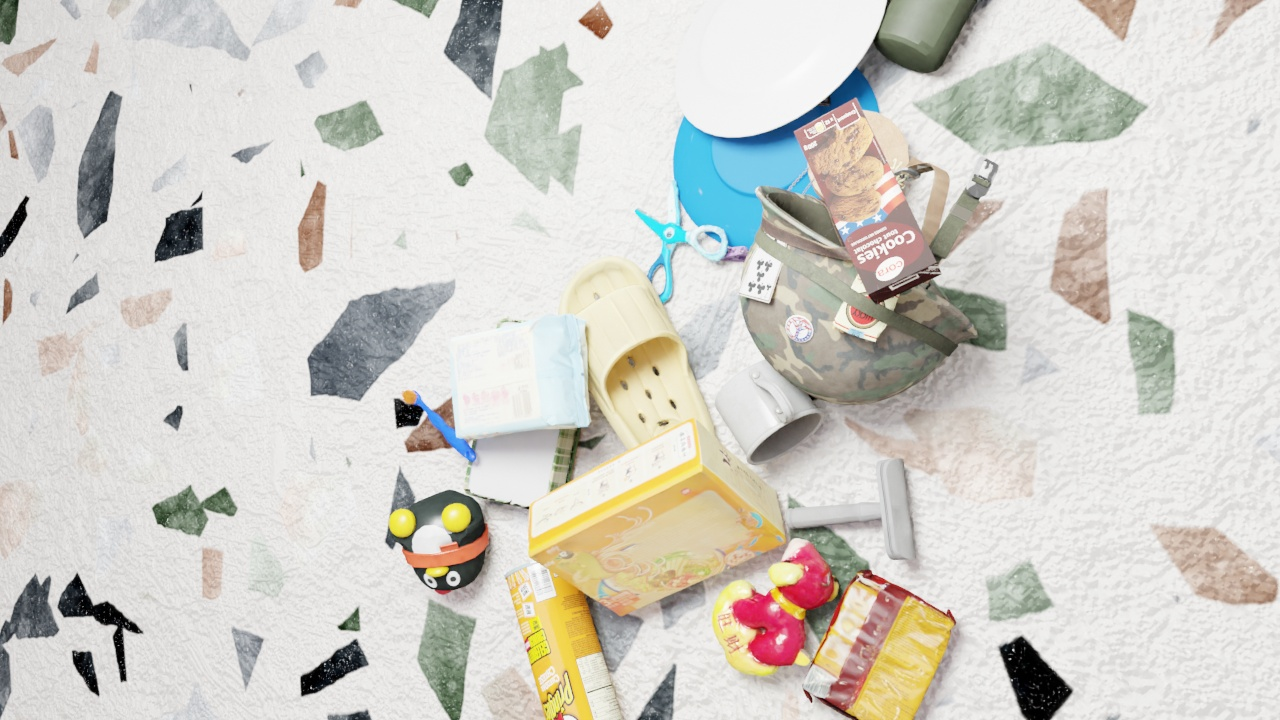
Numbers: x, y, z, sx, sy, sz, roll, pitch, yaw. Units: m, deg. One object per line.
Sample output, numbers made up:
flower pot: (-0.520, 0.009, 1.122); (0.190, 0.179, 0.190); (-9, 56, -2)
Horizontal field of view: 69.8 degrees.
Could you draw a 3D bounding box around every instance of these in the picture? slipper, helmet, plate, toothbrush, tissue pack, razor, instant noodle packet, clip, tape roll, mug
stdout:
slipper: (-0.005, 0.005, 0.922); (0.111, 0.079, 0.261); (-26, 75, -2)
helmet: (0.191, -0.082, 0.783); (0.237, 0.192, 0.224); (-42, 107, 17)
plate: (0.131, -0.224, 0.941); (0.225, 0.024, 0.224); (-5, 79, 27)
toothbrush: (-0.233, 0.072, 1.053); (0.182, 0.018, 0.016); (33, 104, 47)
plate: (0.131, -0.336, 0.926); (0.243, 0.016, 0.242); (-18, 59, 32)
tissue pack: (-0.127, 0.020, 0.939); (0.182, 0.069, 0.112); (-10, 84, 42)
razor: (0.188, 0.140, 0.841); (0.116, 0.047, 0.088); (-12, 75, 33)
instant noodle packet: (0.208, 0.261, 0.808); (0.099, 0.039, 0.135); (25, 92, 29)
clip: (0.102, -0.108, 0.942); (0.050, 0.046, 0.014); (170, 113, -71)
tape roll: (0.208, -0.189, 0.878); (0.094, 0.027, 0.094); (0, 90, 13)
mug: (0.119, 0.042, 0.852); (0.084, 0.113, 0.070); (-28, 64, -8)

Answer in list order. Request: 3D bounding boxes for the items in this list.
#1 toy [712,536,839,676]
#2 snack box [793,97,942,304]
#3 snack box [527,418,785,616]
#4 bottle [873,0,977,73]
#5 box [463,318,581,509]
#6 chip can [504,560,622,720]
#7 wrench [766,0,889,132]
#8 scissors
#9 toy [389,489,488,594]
toy: (0.125, 0.234, 0.844); (0.137, 0.067, 0.105); (-49, 55, 17)
snack box: (0.165, -0.117, 0.672); (0.051, 0.031, 0.140); (-26, 71, 19)
snack box: (0.014, 0.147, 0.865); (0.196, 0.145, 0.080); (-30, 40, 23)
bottle: (0.296, -0.377, 0.855); (0.071, 0.071, 0.207); (31, 96, 28)
box: (-0.119, 0.060, 1.009); (0.118, 0.050, 0.205); (7, 85, 26)
chip can: (-0.072, 0.309, 0.924); (0.075, 0.075, 0.215); (-27, 70, 21)
wrench: (0.209, -0.334, 0.907); (0.073, 0.022, 0.273); (40, 94, 29)
scissors: (0.032, -0.121, 0.978); (0.134, 0.012, 0.134); (39, 108, 33)
toy: (-0.212, 0.205, 1.008); (0.097, 0.099, 0.119); (-7, 101, 8)
